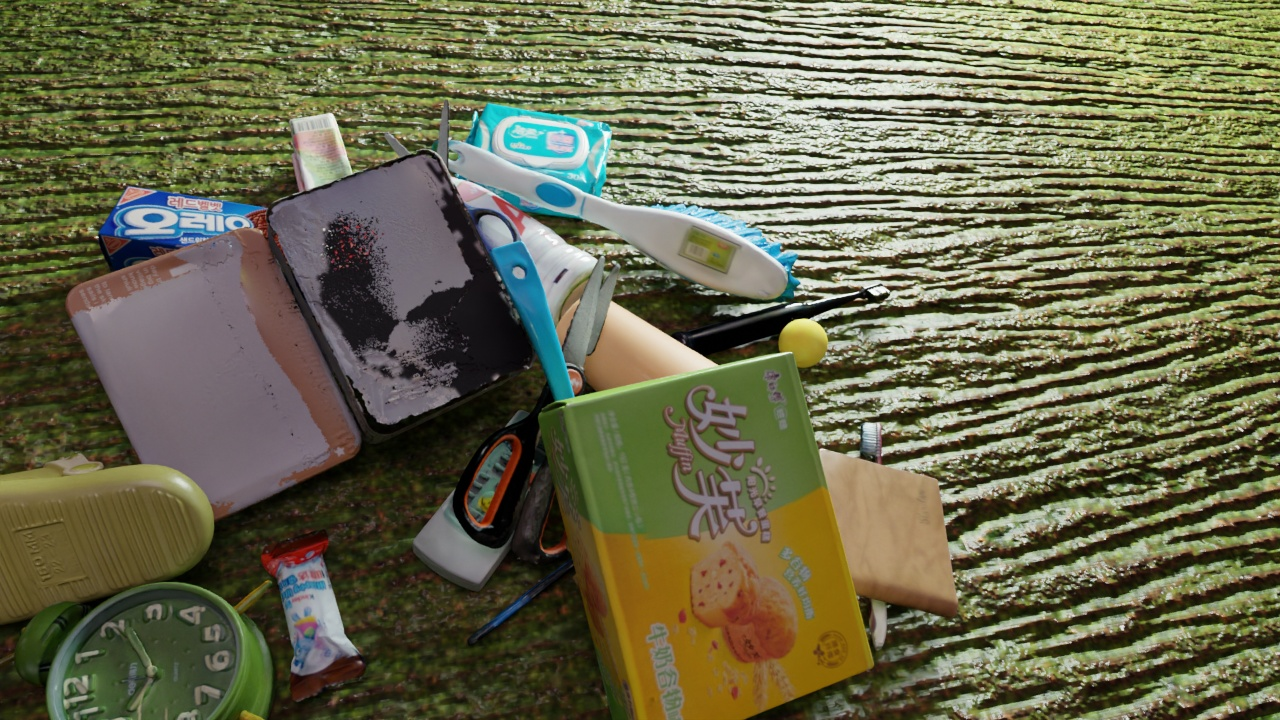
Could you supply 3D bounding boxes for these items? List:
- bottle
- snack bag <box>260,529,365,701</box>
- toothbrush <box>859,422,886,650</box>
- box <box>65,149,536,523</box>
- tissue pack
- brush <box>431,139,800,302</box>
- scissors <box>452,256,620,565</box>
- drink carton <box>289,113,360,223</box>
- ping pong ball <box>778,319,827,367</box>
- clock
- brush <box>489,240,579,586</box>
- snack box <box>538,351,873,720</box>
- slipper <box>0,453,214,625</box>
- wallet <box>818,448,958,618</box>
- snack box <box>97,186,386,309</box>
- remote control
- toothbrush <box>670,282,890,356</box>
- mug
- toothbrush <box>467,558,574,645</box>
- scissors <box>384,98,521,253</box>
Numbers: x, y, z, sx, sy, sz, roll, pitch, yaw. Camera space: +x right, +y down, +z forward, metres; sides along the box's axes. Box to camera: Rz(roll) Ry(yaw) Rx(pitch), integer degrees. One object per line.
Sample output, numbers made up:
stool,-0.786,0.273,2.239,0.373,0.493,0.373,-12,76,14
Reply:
bottle,-0.122,-0.101,0.759,0.197,0.068,0.068,36,56,19
snack bag,-0.207,0.157,0.576,0.045,0.026,0.105,-14,60,-24
toothbrush,0.172,0.122,0.679,0.017,0.016,0.187,7,52,4
box,-0.226,-0.016,0.630,0.259,0.082,0.177,-26,90,-21
tissue pack,-0.096,-0.181,0.832,0.133,0.050,0.093,7,54,-5
brush,-0.016,-0.121,0.769,0.314,0.061,0.109,24,16,10
scissors,-0.066,0.022,0.633,0.148,0.022,0.234,4,82,-35
drink carton,-0.265,-0.148,0.774,0.045,0.054,0.122,-14,57,-17
ping pong ball,0.134,-0.014,0.756,0.040,0.040,0.040,5,53,-7
clock,-0.290,0.186,0.520,0.161,0.056,0.116,-8,55,-16
brush,-0.042,0.042,0.607,0.083,0.046,0.254,-23,95,-27
snack box,0.039,0.112,0.571,0.157,0.070,0.210,-13,87,-21
slipper,-0.355,0.103,0.564,0.190,0.092,0.081,-8,15,-5
wallet,0.172,0.121,0.657,0.101,0.020,0.115,14,49,-8
snack box,-0.302,-0.082,0.715,0.207,0.057,0.058,8,52,-5
remote control,-0.099,0.096,0.645,0.056,0.019,0.134,29,54,11
toothbrush,0.124,-0.036,0.780,0.212,0.026,0.027,-16,35,-21
mug,-0.004,0.004,0.699,0.123,0.078,0.078,38,56,23
toothbrush,-0.040,0.137,0.631,0.189,0.014,0.016,-34,90,-29
scissors,-0.157,-0.120,0.732,0.174,0.162,0.012,28,10,22
